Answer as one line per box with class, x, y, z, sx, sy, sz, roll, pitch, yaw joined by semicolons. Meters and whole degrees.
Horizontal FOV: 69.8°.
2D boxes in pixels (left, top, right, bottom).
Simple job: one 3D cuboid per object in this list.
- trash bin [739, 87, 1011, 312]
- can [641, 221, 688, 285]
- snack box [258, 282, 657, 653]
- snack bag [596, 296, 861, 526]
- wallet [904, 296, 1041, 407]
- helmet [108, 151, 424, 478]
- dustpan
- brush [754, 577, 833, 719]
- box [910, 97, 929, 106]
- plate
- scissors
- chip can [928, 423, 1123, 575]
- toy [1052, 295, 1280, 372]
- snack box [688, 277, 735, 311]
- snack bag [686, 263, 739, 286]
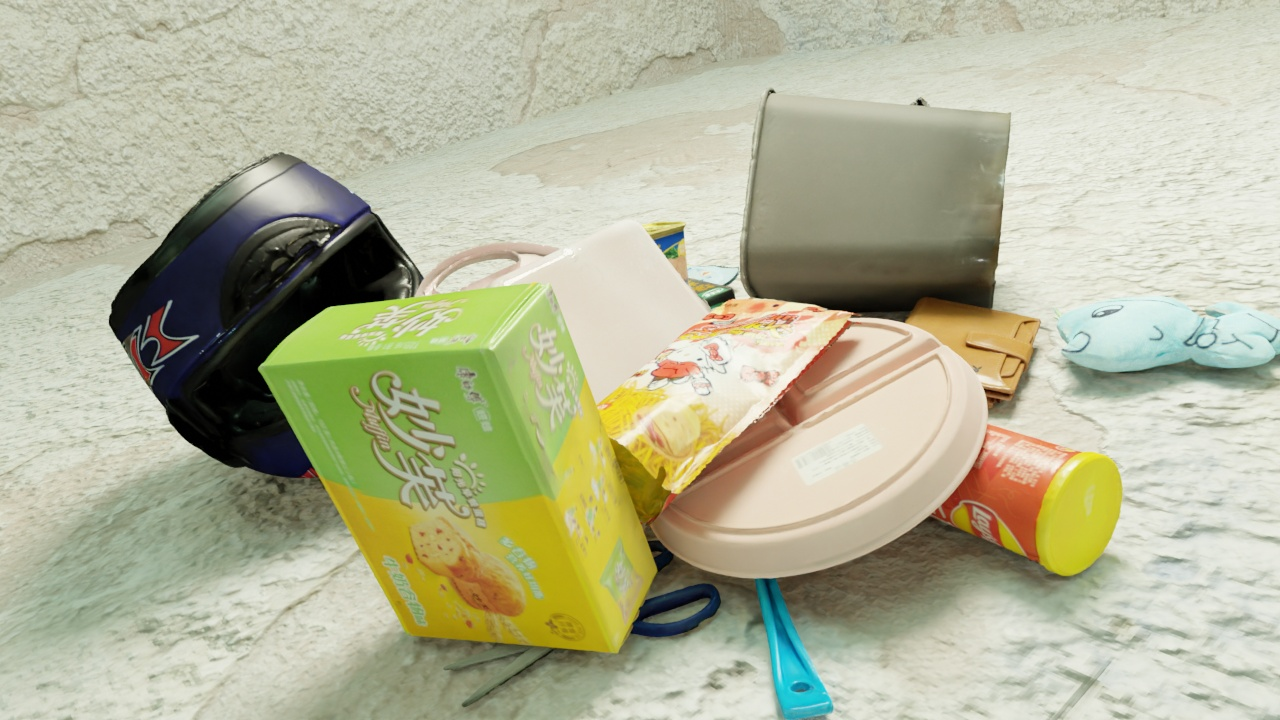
trash bin;0.224;-0.141;0.864;0.220;0.198;0.199;4;-8;21
can;0.003;-0.082;0.866;0.057;0.083;0.101;4;18;36
snack box;-0.098;0.067;0.526;0.158;0.210;0.069;-4;31;27
snack bag;0.044;0.017;0.605;0.129;0.073;0.207;3;35;45
wallet;0.263;-0.009;0.754;0.108;0.031;0.131;13;35;28
helmet;-0.286;-0.019;0.787;0.246;0.240;0.316;-52;17;-22
dustpan;-0.046;0.002;0.742;0.221;0.273;0.139;-29;-1;-42
brush;0.075;0.122;0.565;0.083;0.046;0.254;-8;26;0
box;0.276;-0.178;1.069;0.188;0.155;0.182;-32;4;38
plate;0.102;0.043;0.593;0.230;0.028;0.229;-21;30;12
scissors;-0.028;0.160;0.556;0.157;0.012;0.165;0;27;30
chip can;0.185;0.064;0.590;0.073;0.073;0.217;-26;26;-28
toy;0.403;-0.022;0.710;0.161;0.050;0.156;-21;26;-31
snack box;0.035;-0.041;0.954;0.113;0.053;0.126;-22;19;-22
snack bag;0.027;-0.103;1.114;0.110;0.039;0.191;-17;24;-24
